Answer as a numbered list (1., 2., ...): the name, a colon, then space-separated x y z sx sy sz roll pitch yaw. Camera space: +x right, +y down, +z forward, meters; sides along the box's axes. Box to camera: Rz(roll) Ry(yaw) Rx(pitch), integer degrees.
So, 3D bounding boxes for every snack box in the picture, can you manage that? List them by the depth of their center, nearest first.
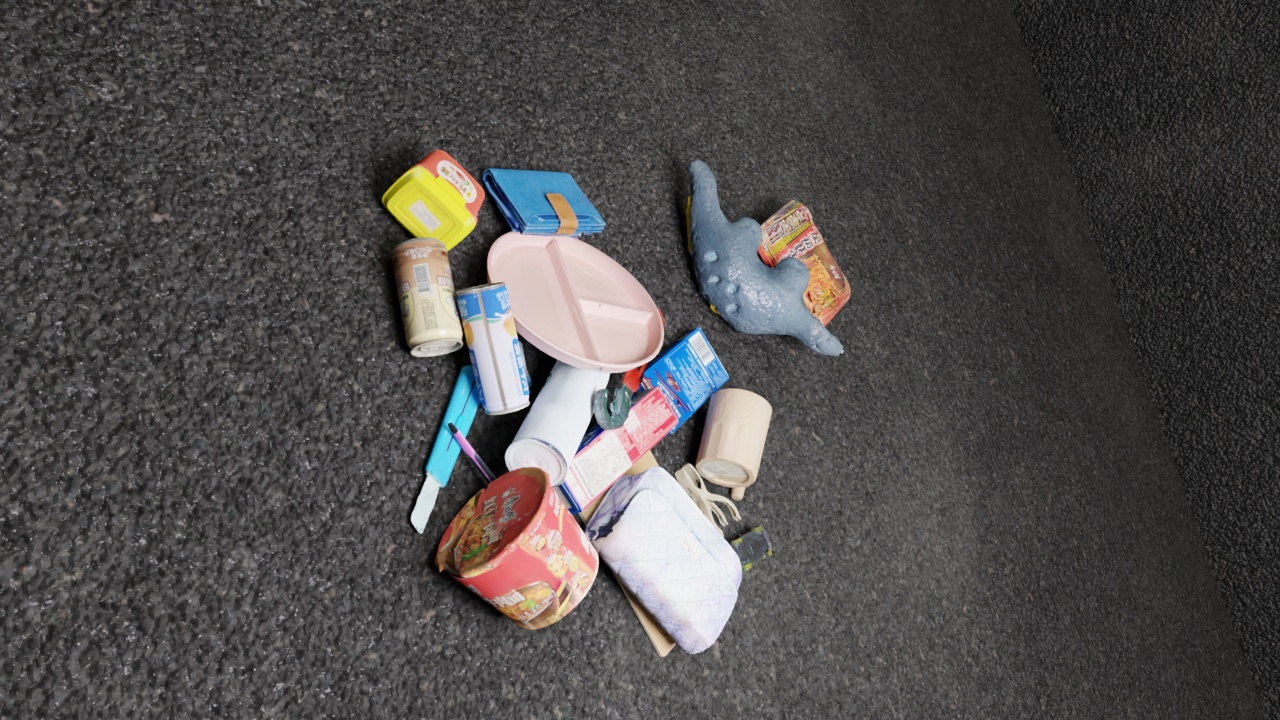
1. snack box: -0.224 -0.177 1.009 0.091 0.082 0.079 44 34 -22
2. snack box: -0.039 0.104 1.071 0.206 0.057 0.058 -38 102 -46
3. snack box: 0.053 0.026 1.214 0.156 0.026 0.084 -39 100 -46

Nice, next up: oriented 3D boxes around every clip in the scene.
1. clip: -0.142 0.006 1.046 0.025 0.031 0.057 -13 89 -44
2. clip: 0.078 0.188 1.162 0.103 0.035 0.092 41 47 -17

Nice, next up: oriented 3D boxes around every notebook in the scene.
1. notebook: 0.017 0.227 1.105 0.147 0.008 0.207 -33 96 -46

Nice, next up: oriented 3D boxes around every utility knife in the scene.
1. utility knife: -0.199 0.087 0.954 0.034 0.018 0.198 35 52 -28

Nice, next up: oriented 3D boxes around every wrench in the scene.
1. wrench: -0.007 0.007 1.113 0.272 0.016 0.056 -60 138 -59

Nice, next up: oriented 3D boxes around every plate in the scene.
1. plate: -0.077 -0.069 1.077 0.229 0.028 0.229 23 36 -19

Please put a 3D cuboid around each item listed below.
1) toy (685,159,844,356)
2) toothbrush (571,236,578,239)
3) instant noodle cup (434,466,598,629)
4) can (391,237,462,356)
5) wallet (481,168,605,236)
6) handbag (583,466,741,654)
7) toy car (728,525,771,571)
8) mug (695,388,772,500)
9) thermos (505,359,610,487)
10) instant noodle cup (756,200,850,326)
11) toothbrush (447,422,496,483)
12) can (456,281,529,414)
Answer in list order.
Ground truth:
1. toy: 0.156 -0.118 1.315 0.137 0.091 0.356 -44 98 -19
2. toothbrush: -0.045 -0.102 1.189 0.189 0.014 0.016 52 57 -13
3. instant noodle cup: -0.114 0.190 0.912 0.108 0.138 0.137 52 44 -25
4. can: -0.225 -0.067 0.967 0.058 0.059 0.116 -2 73 -44
5. wallet: -0.118 -0.195 1.128 0.132 0.040 0.106 -9 57 -45
6. handbag: 0.031 0.224 1.058 0.194 0.076 0.133 50 46 -15
7. toy car: 0.136 0.245 1.191 0.090 0.035 0.042 -16 85 -47
8. mug: 0.125 0.113 1.209 0.125 0.084 0.103 67 34 -51
9. thermos: -0.084 0.044 1.026 0.073 0.073 0.223 47 34 -18
10. instant noodle cup: 0.238 -0.139 1.428 0.164 0.079 0.189 -40 100 -45
11. toothbrush: -0.147 0.139 0.971 0.189 0.014 0.017 58 33 -17
12. can: -0.155 -0.013 0.971 0.053 0.053 0.134 -22 105 -46
